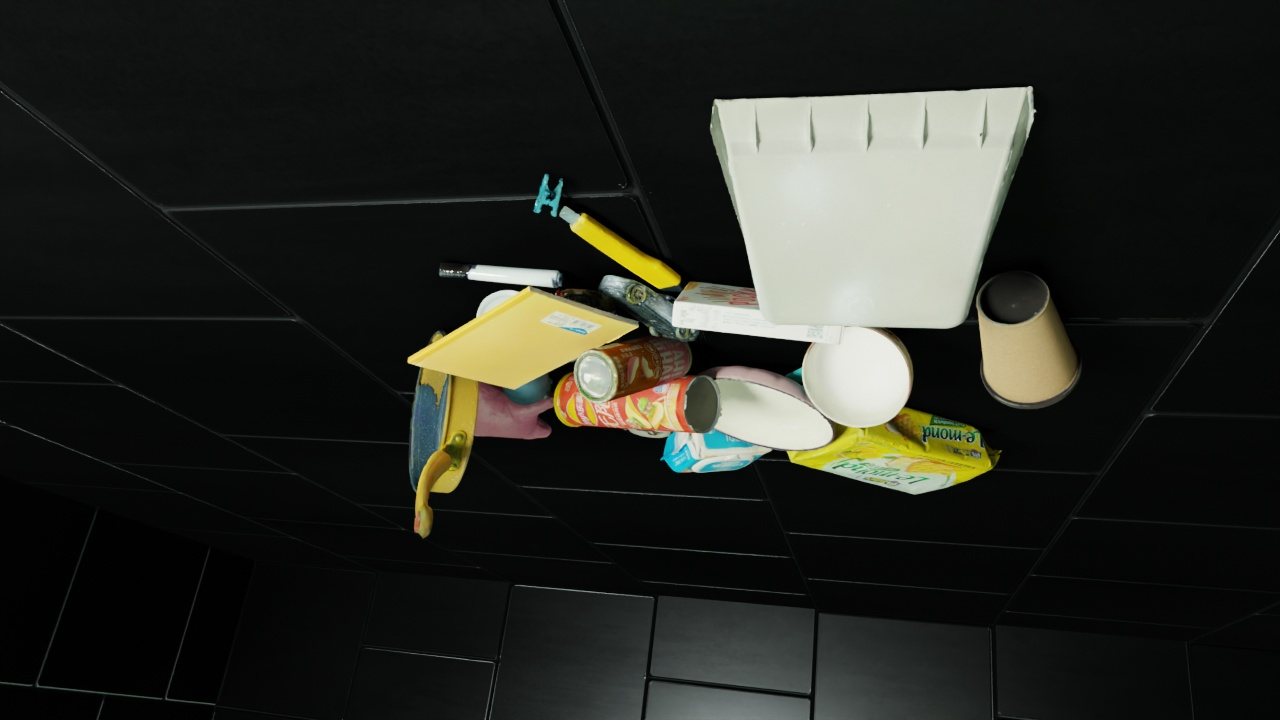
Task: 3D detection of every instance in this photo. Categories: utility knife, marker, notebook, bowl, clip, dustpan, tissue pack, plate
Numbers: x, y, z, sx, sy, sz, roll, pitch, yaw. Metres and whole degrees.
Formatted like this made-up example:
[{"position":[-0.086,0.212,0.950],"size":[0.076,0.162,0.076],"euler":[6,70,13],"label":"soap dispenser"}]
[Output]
[{"position":[-0.015,-0.105,0.863],"size":[0.033,0.015,0.173],"euler":[-11,152,39],"label":"utility knife"},{"position":[0.216,0.003,1.053],"size":[0.029,0.013,0.161],"euler":[16,155,-27],"label":"utility knife"},{"position":[-0.143,-0.088,0.940],"size":[0.131,0.018,0.022],"euler":[5,176,7],"label":"marker"},{"position":[-0.124,-0.018,0.957],"size":[0.145,0.010,0.207],"euler":[17,149,-42],"label":"notebook"},{"position":[0.234,0.008,0.969],"size":[0.114,0.113,0.062],"euler":[-6,-164,30],"label":"bowl"},{"position":[-0.079,-0.143,0.795],"size":[0.046,0.014,0.057],"euler":[14,156,-10],"label":"clip"},{"position":[0.185,-0.124,0.762],"size":[0.223,0.142,0.258],"euler":[2,128,14],"label":"dustpan"},{"position":[0.106,0.116,1.258],"size":[0.140,0.063,0.090],"euler":[-2,159,-23],"label":"tissue pack"},{"position":[0.149,0.054,1.134],"size":[0.192,0.039,0.193],"euler":[17,156,7],"label":"plate"}]

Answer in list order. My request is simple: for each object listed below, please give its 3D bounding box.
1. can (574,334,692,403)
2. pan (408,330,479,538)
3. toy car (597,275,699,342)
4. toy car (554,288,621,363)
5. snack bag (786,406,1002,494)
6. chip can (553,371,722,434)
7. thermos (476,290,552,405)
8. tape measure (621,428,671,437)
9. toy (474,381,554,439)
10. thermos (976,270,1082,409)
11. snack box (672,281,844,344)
[{"position":[-0.006,0.006,0.988],"size":[0.058,0.058,0.147],"euler":[-11,-177,37],"label":"can"},{"position":[-0.231,0.093,1.034],"size":[0.078,0.198,0.357],"euler":[8,-159,-23],"label":"pan"},{"position":[0.011,-0.055,0.943],"size":[0.120,0.036,0.054],"euler":[31,168,-33],"label":"toy car"},{"position":[-0.058,-0.033,1.015],"size":[0.070,0.042,0.158],"euler":[5,154,5],"label":"toy car"},{"position":[0.330,0.112,1.207],"size":[0.246,0.068,0.158],"euler":[16,156,-20],"label":"snack bag"},{"position":[-0.007,0.049,1.118],"size":[0.217,0.073,0.073],"euler":[-1,158,41],"label":"chip can"},{"position":[-0.146,-0.006,1.079],"size":[0.070,0.070,0.221],"euler":[7,158,2],"label":"thermos"},{"position":[0.014,0.085,1.288],"size":[0.066,0.033,0.066],"euler":[17,157,-20],"label":"tape measure"},{"position":[-0.201,0.059,1.248],"size":[0.195,0.074,0.179],"euler":[-2,146,13],"label":"toy"},{"position":[0.361,-0.020,0.866],"size":[0.093,0.092,0.143],"euler":[-5,146,29],"label":"thermos"},{"position":[0.114,-0.046,0.874],"size":[0.157,0.027,0.084],"euler":[8,-161,10],"label":"snack box"}]
